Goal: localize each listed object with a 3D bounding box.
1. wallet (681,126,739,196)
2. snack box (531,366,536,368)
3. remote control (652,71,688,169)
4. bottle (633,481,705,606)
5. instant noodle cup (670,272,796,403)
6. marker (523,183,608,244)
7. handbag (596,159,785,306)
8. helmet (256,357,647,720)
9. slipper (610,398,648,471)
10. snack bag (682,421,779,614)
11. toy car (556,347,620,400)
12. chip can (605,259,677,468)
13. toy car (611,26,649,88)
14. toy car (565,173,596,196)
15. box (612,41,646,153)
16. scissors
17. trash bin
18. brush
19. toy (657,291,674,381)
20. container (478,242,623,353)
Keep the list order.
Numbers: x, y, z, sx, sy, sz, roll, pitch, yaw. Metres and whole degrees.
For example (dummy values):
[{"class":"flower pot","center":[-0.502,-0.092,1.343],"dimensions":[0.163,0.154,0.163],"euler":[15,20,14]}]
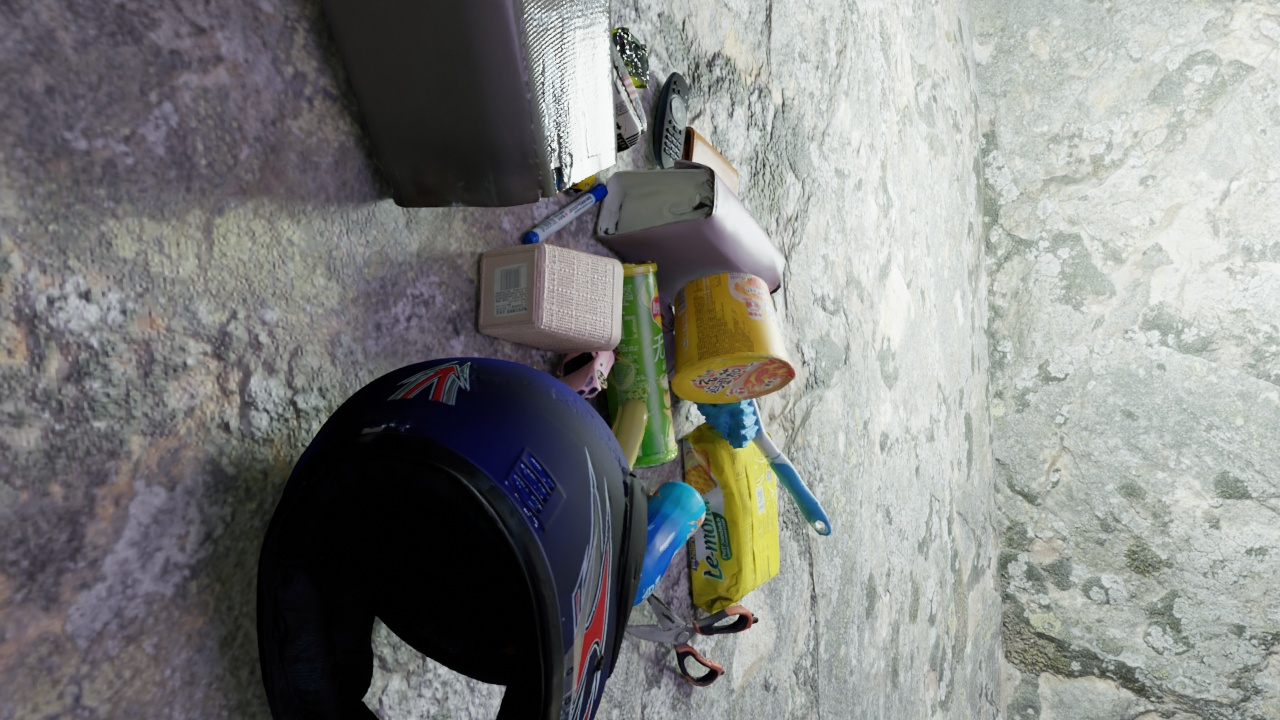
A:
[{"class":"wallet","center":[0.088,-0.224,1.181],"dimensions":[0.131,0.031,0.107],"euler":[25,65,-54]},{"class":"snack box","center":[-0.127,0.083,0.833],"dimensions":[0.156,0.026,0.086],"euler":[-52,130,-45]},{"class":"remote control","center":[0.034,-0.282,1.105],"dimensions":[0.053,0.024,0.136],"euler":[30,62,-52]},{"class":"bottle","center":[-0.001,0.213,0.991],"dimensions":[0.218,0.065,0.065],"euler":[-43,124,-49]},{"class":"instant noodle cup","center":[0.097,-0.026,1.025],"dimensions":[0.138,0.138,0.109],"euler":[31,47,-53]},{"class":"marker","center":[-0.075,-0.148,0.934],"dimensions":[0.145,0.017,0.017],"euler":[-47,127,-48]},{"class":"handbag","center":[0.063,-0.138,1.033],"dimensions":[0.197,0.145,0.098],"euler":[36,61,-52]},{"class":"helmet","center":[-0.118,0.153,0.652],"dimensions":[0.240,0.247,0.315],"euler":[-34,127,-72]},{"class":"slipper","center":[-0.053,0.120,0.909],"dimensions":[0.092,0.081,0.190],"euler":[105,8,-75]},{"class":"snack bag","center":[0.124,0.192,1.188],"dimensions":[0.157,0.068,0.246],"euler":[-7,94,-58]},{"class":"toy car","center":[-0.055,0.009,0.902],"dimensions":[0.037,0.056,0.122],"euler":[54,21,-15]},{"class":"chip can","center":[-0.006,0.006,0.985],"dimensions":[0.072,0.073,0.221],"euler":[-18,104,-57]},{"class":"toy car","center":[-0.016,-0.335,1.022],"dimensions":[0.105,0.032,0.048],"euler":[-3,91,-69]},{"class":"toy car","center":[-0.080,-0.232,0.908],"dimensions":[0.156,0.041,0.071],"euler":[52,47,-45]},{"class":"box","center":[-0.041,-0.298,0.949],"dimensions":[0.163,0.075,0.080],"euler":[60,33,-33]},{"class":"scissors","center":[0.062,0.328,1.093],"dimensions":[0.221,0.015,0.190],"euler":[-12,123,-29]},{"class":"trash bin","center":[-0.122,-0.245,0.712],"dimensions":[0.198,0.199,0.220],"euler":[-40,128,-51]},{"class":"brush","center":[0.141,0.093,1.133],"dimensions":[0.314,0.061,0.109],"euler":[60,24,5]},{"class":"toy","center":[0.013,-0.026,1.049],"dimensions":[0.083,0.039,0.108],"euler":[-6,96,-37]},{"class":"container","center":[-0.085,-0.057,0.850],"dimensions":[0.110,0.090,0.090],"euler":[9,81,-54]}]
